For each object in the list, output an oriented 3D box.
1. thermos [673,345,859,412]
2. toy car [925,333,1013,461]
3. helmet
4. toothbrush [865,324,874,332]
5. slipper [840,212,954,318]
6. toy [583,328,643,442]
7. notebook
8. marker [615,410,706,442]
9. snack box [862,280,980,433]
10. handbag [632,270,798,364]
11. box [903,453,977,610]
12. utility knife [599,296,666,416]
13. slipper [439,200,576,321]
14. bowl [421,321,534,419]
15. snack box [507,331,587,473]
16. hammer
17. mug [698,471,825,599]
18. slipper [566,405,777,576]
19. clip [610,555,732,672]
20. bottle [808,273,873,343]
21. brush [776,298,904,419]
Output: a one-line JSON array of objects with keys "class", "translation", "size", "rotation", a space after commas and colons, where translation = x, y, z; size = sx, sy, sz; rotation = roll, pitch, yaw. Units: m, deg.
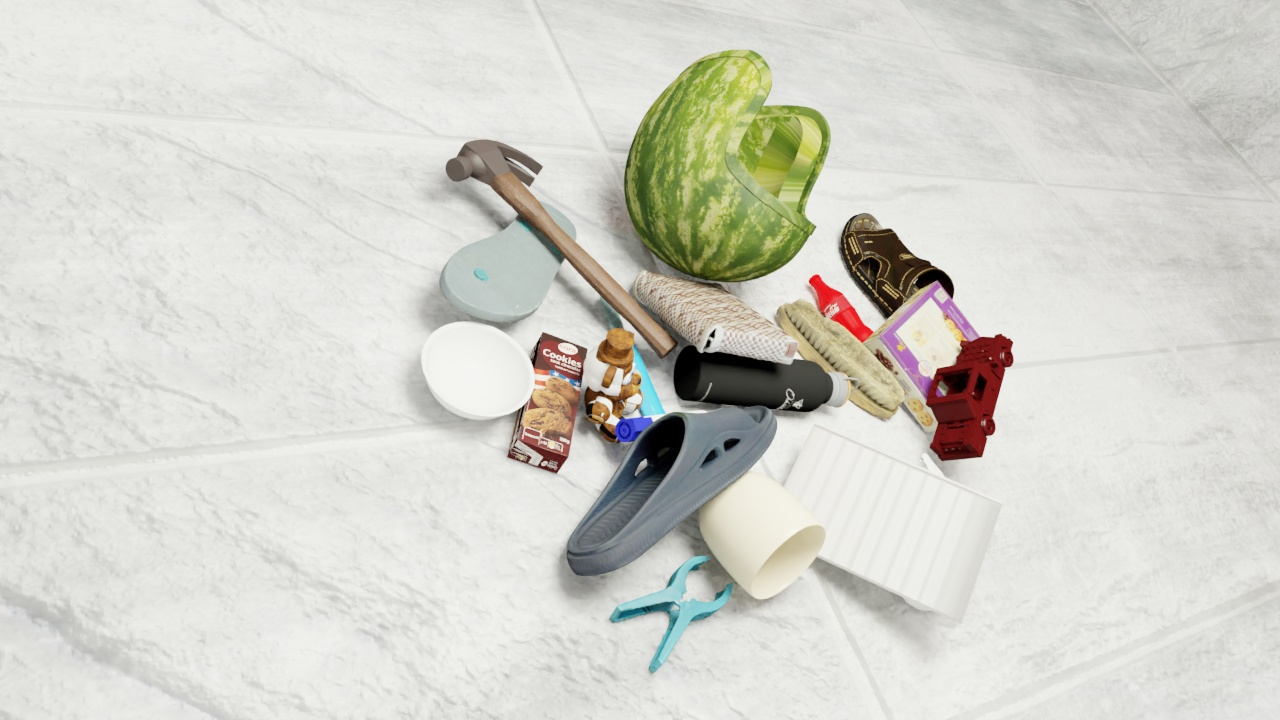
[{"class": "thermos", "translation": [0.153, 0.025, 1.049], "size": [0.231, 0.061, 0.061], "rotation": [7, 51, -26]}, {"class": "toy car", "translation": [0.394, 0.035, 1.108], "size": [0.062, 0.070, 0.169], "rotation": [40, 60, -24]}, {"class": "helmet", "translation": [0.095, -0.215, 1.092], "size": [0.213, 0.244, 0.247], "rotation": [19, 75, -54]}, {"class": "toothbrush", "translation": [0.334, -0.015, 1.227], "size": [0.135, 0.016, 0.021], "rotation": [34, 46, 2]}, {"class": "slipper", "translation": [0.372, -0.112, 1.285], "size": [0.112, 0.076, 0.267], "rotation": [-4, 57, -34]}, {"class": "toy", "translation": [-0.026, 0.019, 0.917], "size": [0.067, 0.113, 0.087], "rotation": [23, 45, 3]}, {"class": "notebook", "translation": [0.252, 0.162, 0.952], "size": [0.210, 0.009, 0.142], "rotation": [23, 61, 16]}, {"class": "marker", "translation": [0.027, 0.066, 0.941], "size": [0.133, 0.027, 0.023], "rotation": [-2, 68, -51]}, {"class": "snack box", "translation": [0.375, -0.006, 1.180], "size": [0.147, 0.041, 0.143], "rotation": [-38, 91, -31]}, {"class": "handbag", "translation": [0.078, -0.047, 1.032], "size": [0.124, 0.047, 0.186], "rotation": [6, 22, -30]}, {"class": "box", "translation": [0.313, 0.182, 0.997], "size": [0.083, 0.093, 0.165], "rotation": [30, 38, -35]}, {"class": "utility knife", "translation": [-0.006, 0.006, 1.003], "size": [0.031, 0.015, 0.205], "rotation": [-2, 59, -36]}, {"class": "slipper", "translation": [-0.137, -0.098, 0.997], "size": [0.098, 0.055, 0.268], "rotation": [37, 33, -2]}, {"class": "bowl", "translation": [-0.161, 0.019, 0.882], "size": [0.110, 0.041, 0.109], "rotation": [16, 47, -19]}, {"class": "snack box", "translation": [-0.091, 0.040, 0.912], "size": [0.051, 0.032, 0.140], "rotation": [21, 46, -15]}, {"class": "hammer", "translation": [-0.079, -0.125, 1.015], "size": [0.323, 0.033, 0.115], "rotation": [46, 33, 7]}, {"class": "mug", "translation": [0.114, 0.165, 0.891], "size": [0.100, 0.096, 0.120], "rotation": [44, -3, 36]}, {"class": "slipper", "translation": [0.021, 0.098, 0.867], "size": [0.267, 0.111, 0.083], "rotation": [-36, 104, -38]}, {"class": "clip", "translation": [0.044, 0.235, 0.835], "size": [0.113, 0.028, 0.126], "rotation": [44, 45, 6]}, {"class": "bottle", "translation": [0.262, -0.065, 1.208], "size": [0.036, 0.036, 0.119], "rotation": [-16, 63, -39]}, {"class": "brush", "translation": [0.249, -0.005, 1.145], "size": [0.195, 0.043, 0.059], "rotation": [45, 44, 8]}]
